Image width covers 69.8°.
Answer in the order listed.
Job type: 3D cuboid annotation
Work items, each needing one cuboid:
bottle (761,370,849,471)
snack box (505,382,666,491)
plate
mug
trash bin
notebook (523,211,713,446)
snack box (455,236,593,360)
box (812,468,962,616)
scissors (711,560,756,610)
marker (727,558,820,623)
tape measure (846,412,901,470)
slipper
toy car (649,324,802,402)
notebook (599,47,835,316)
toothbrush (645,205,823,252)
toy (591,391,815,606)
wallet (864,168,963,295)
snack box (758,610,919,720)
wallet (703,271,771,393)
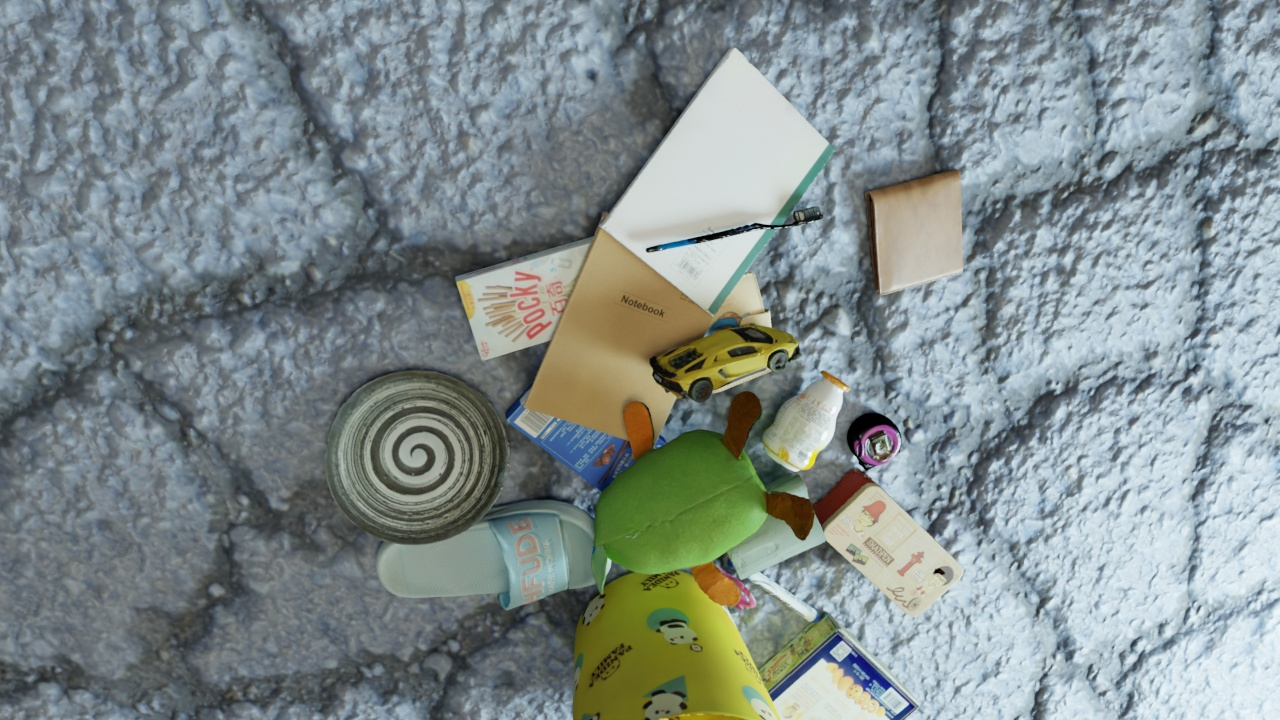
[{"bbox_3d":[0.179,0.064,0.982,0.063,0.063,0.108,29,101,-20],"label":"bottle"},{"bbox_3d":[-0.054,0.073,0.954,0.157,0.026,0.084,40,97,-22],"label":"snack box"},{"bbox_3d":[-0.221,0.096,0.917,0.179,0.024,0.179,-1,98,-10],"label":"plate"},{"bbox_3d":[0.133,0.173,0.990,0.103,0.083,0.124,-26,147,0],"label":"mug"},{"bbox_3d":[0.030,0.365,0.947,0.229,0.255,0.230,-3,112,-7],"label":"trash bin"},{"bbox_3d":[-0.011,-0.024,0.909,0.147,0.008,0.208,19,102,-21],"label":"notebook"},{"bbox_3d":[-0.093,-0.063,0.896,0.156,0.027,0.085,-17,113,-7],"label":"snack box"},{"bbox_3d":[0.280,0.204,1.057,0.168,0.076,0.091,43,97,-16],"label":"box"},{"bbox_3d":[0.078,0.228,1.028,0.133,0.057,0.017,50,59,-3],"label":"scissors"},{"bbox_3d":[0.159,0.270,1.078,0.145,0.017,0.017,37,98,-22],"label":"marker"},{"bbox_3d":[0.261,0.089,1.022,0.057,0.039,0.058,-28,113,-1],"label":"tape measure"},{"bbox_3d":[-0.151,0.208,0.957,0.245,0.074,0.104,-3,109,-10],"label":"slipper"},{"bbox_3d":[0.084,-0.004,0.902,0.155,0.071,0.041,-18,118,-17],"label":"toy car"},{"bbox_3d":[0.078,-0.168,0.883,0.150,0.012,0.209,37,89,-23],"label":"notebook"},{"bbox_3d":[0.093,-0.126,0.885,0.189,0.014,0.016,-13,107,-16],"label":"toothbrush"},{"bbox_3d":[0.046,0.140,0.909,0.247,0.089,0.227,-29,84,27],"label":"toy"},{"bbox_3d":[0.288,-0.133,0.960,0.101,0.020,0.115,-14,115,-8],"label":"wallet"},{"bbox_3d":[0.222,0.427,1.133,0.182,0.045,0.178,-43,113,5],"label":"snack box"},{"bbox_3d":[0.095,-0.030,0.953,0.087,0.024,0.115,-18,110,0],"label":"wallet"}]
